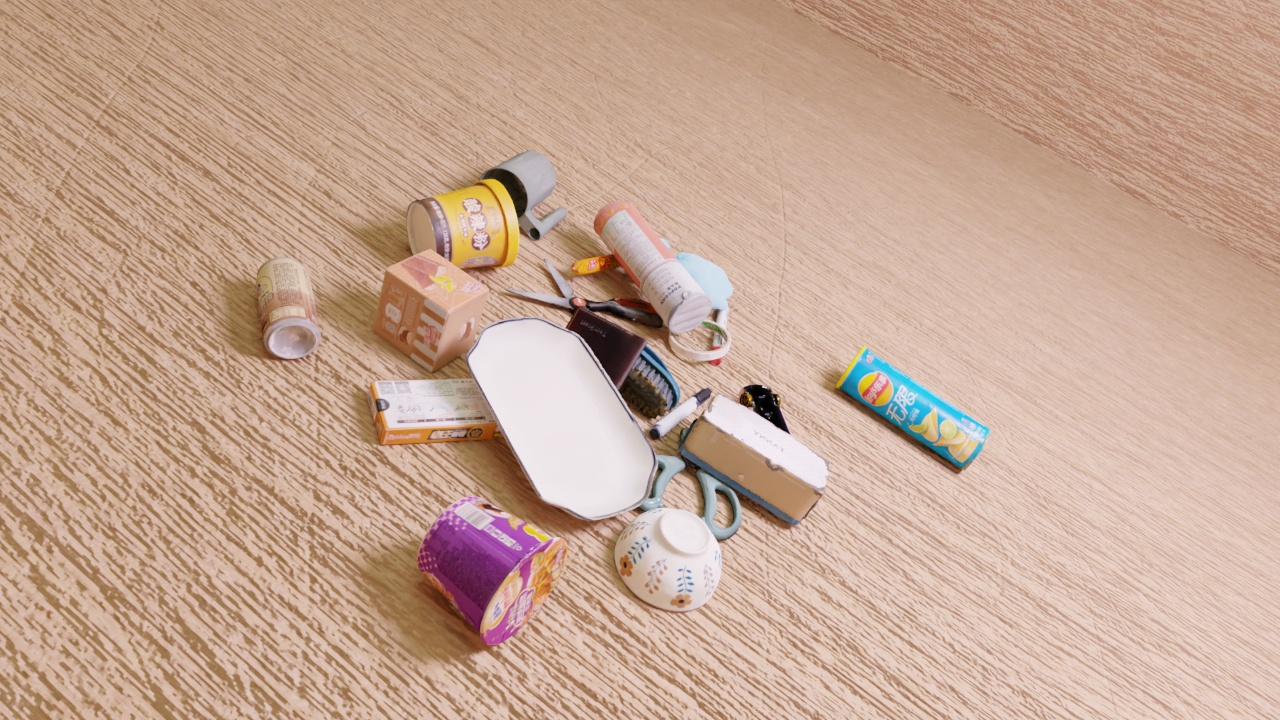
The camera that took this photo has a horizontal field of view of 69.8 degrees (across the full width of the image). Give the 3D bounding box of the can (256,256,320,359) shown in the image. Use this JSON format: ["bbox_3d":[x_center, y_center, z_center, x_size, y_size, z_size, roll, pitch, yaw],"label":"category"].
[{"bbox_3d":[-0.390,-0.059,1.014,0.058,0.059,0.116,1,42,-29],"label":"can"}]

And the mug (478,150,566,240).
[{"bbox_3d":[-0.170,-0.246,1.373,0.124,0.084,0.103,51,34,-10],"label":"mug"}]

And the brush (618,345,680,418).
[{"bbox_3d":[-0.007,0.007,1.143,0.144,0.055,0.073,42,38,6],"label":"brush"}]

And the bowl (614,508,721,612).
[{"bbox_3d":[0.035,0.193,0.940,0.113,0.062,0.113,14,38,-12],"label":"bowl"}]

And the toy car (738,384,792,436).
[{"bbox_3d":[0.161,0.085,1.172,0.056,0.037,0.122,0,55,-28],"label":"toy car"}]

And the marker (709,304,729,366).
[{"bbox_3d":[0.114,-0.040,1.316,0.017,0.017,0.145,21,36,-4],"label":"marker"}]

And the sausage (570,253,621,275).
[{"bbox_3d":[-0.050,-0.142,1.332,0.021,0.021,0.164,39,31,19],"label":"sausage"}]

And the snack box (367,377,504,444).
[{"bbox_3d":[-0.213,0.054,1.002,0.153,0.026,0.075,-1,43,-31],"label":"snack box"}]

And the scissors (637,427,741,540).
[{"bbox_3d":[0.069,0.144,1.059,0.172,0.019,0.176,34,36,14],"label":"scissors"}]

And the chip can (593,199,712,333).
[{"bbox_3d":[0.013,-0.136,1.290,0.071,0.071,0.214,-10,51,-38],"label":"chip can"}]

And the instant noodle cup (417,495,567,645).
[{"bbox_3d":[-0.138,0.182,0.826,0.099,0.112,0.111,30,35,23],"label":"instant noodle cup"}]

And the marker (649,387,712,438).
[{"bbox_3d":[0.052,0.064,1.145,0.018,0.023,0.130,45,38,10],"label":"marker"}]

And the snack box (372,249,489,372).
[{"bbox_3d":[-0.244,-0.059,1.069,0.094,0.093,0.076,34,37,13],"label":"snack box"}]

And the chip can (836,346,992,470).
[{"bbox_3d":[0.383,0.067,1.290,0.210,0.071,0.071,35,37,13],"label":"chip can"}]

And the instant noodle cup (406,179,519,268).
[{"bbox_3d":[-0.236,-0.172,1.204,0.114,0.119,0.118,-15,51,-32],"label":"instant noodle cup"}]

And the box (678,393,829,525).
[{"bbox_3d":[0.131,0.111,1.083,0.184,0.062,0.089,31,28,6],"label":"box"}]

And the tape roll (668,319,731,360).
[{"bbox_3d":[0.082,-0.030,1.269,0.086,0.014,0.085,4,36,-3],"label":"tape roll"}]

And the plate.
[{"bbox_3d":[-0.091,0.064,1.012,0.161,0.034,0.265,-15,62,-39],"label":"plate"}]

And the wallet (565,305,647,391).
[{"bbox_3d":[-0.062,0.006,1.093,0.096,0.020,0.122,29,77,8],"label":"wallet"}]

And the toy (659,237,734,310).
[{"bbox_3d":[0.070,-0.130,1.372,0.156,0.050,0.161,0,45,-27],"label":"toy"}]

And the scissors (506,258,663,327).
[{"bbox_3d":[-0.065,-0.068,1.244,0.220,0.022,0.233,-1,44,-32],"label":"scissors"}]
